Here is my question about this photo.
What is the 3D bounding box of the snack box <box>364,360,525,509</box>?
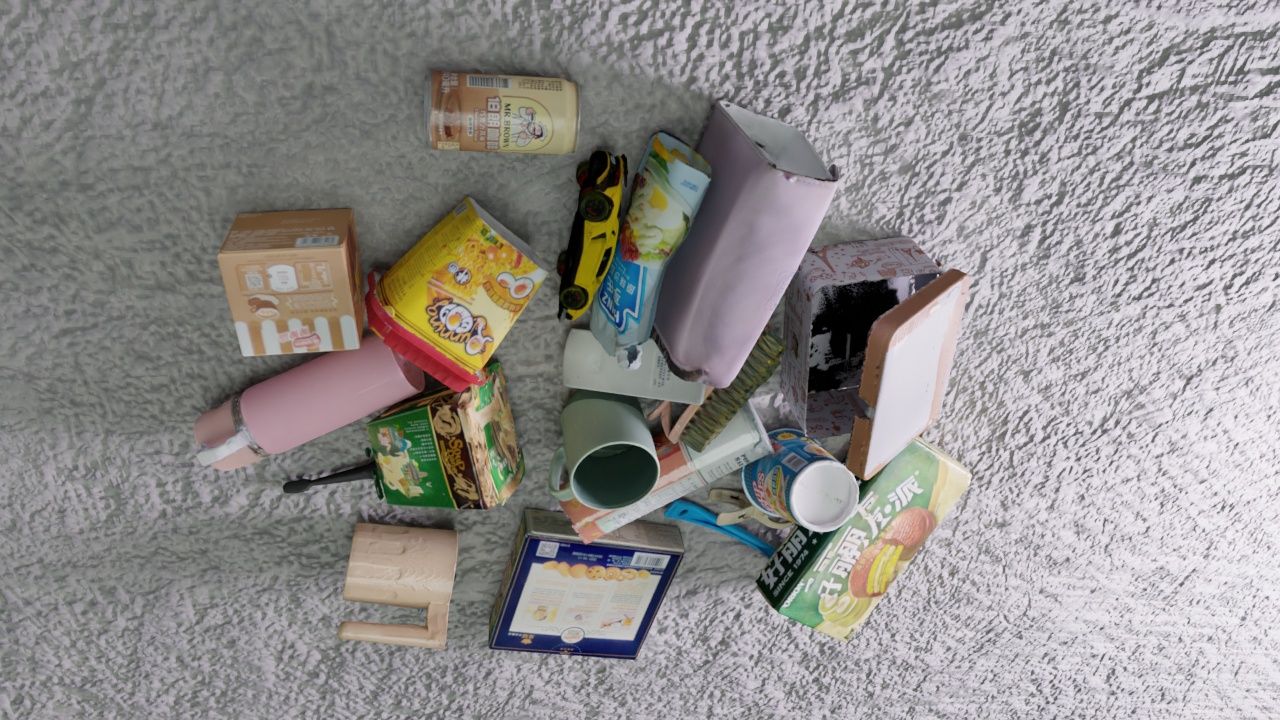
[{"bbox_3d":[-0.179,0.074,0.838,0.106,0.117,0.118,-8,102,11],"label":"snack box"}]

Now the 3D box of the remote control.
[{"bbox_3d":[-0.005,0.005,0.842,0.135,0.019,0.056,7,91,12],"label":"remote control"}]

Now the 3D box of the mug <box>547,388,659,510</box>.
[{"bbox_3d":[-0.043,0.085,0.878,0.112,0.106,0.082,-36,124,12],"label":"mug"}]

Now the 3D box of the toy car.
[{"bbox_3d":[-0.043,-0.102,0.773,0.041,0.071,0.156,9,124,-13],"label":"toy car"}]

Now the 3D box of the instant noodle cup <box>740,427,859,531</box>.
[{"bbox_3d":[0.165,0.124,0.926,0.099,0.110,0.099,-1,96,-11],"label":"instant noodle cup"}]

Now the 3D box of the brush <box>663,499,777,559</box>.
[{"bbox_3d":[0.136,0.210,1.046,0.254,0.045,0.083,27,119,-22],"label":"brush"}]

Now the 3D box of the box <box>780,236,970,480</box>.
[{"bbox_3d":[0.224,0.003,0.845,0.148,0.157,0.182,-7,124,-5],"label":"box"}]

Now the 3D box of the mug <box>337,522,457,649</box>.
[{"bbox_3d":[-0.244,0.226,0.926,0.103,0.124,0.084,9,142,-15],"label":"mug"}]

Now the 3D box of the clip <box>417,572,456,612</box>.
[{"bbox_3d":[-0.226,0.251,1.007,0.027,0.024,0.056,31,106,-32],"label":"clip"}]

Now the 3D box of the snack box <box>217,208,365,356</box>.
[{"bbox_3d":[-0.278,-0.065,0.746,0.092,0.077,0.094,-4,124,-9],"label":"snack box"}]

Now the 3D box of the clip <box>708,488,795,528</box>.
[{"bbox_3d":[0.126,0.155,1.013,0.103,0.076,0.035,5,124,-4],"label":"clip"}]

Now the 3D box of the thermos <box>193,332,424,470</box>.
[{"bbox_3d":[-0.295,0.039,0.809,0.198,0.087,0.067,-23,105,3],"label":"thermos"}]

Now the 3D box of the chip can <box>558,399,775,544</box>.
[{"bbox_3d":[0.024,0.110,0.930,0.215,0.071,0.071,-28,125,8],"label":"chip can"}]

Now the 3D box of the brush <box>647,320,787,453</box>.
[{"bbox_3d":[0.072,0.018,0.867,0.073,0.063,0.146,40,95,10],"label":"brush"}]

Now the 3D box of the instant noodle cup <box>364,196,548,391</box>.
[{"bbox_3d":[-0.150,-0.059,0.763,0.116,0.116,0.124,39,97,-30],"label":"instant noodle cup"}]

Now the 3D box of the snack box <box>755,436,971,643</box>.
[{"bbox_3d":[0.241,0.185,1.000,0.114,0.063,0.240,30,100,-28],"label":"snack box"}]

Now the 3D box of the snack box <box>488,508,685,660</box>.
[{"bbox_3d":[-0.064,0.255,1.027,0.177,0.045,0.183,11,121,-18],"label":"snack box"}]

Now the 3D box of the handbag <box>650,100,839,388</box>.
[{"bbox_3d":[0.077,-0.093,0.758,0.098,0.144,0.197,15,120,-18],"label":"handbag"}]

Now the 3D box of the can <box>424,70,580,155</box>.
[{"bbox_3d":[-0.107,-0.190,0.707,0.116,0.058,0.059,0,124,-12],"label":"can"}]

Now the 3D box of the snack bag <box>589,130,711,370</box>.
[{"bbox_3d":[0.002,-0.088,0.768,0.038,0.110,0.191,2,123,-35],"label":"snack bag"}]

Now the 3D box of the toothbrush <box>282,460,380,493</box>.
[{"bbox_3d":[-0.244,0.105,0.901,0.212,0.026,0.027,-12,165,-2],"label":"toothbrush"}]
